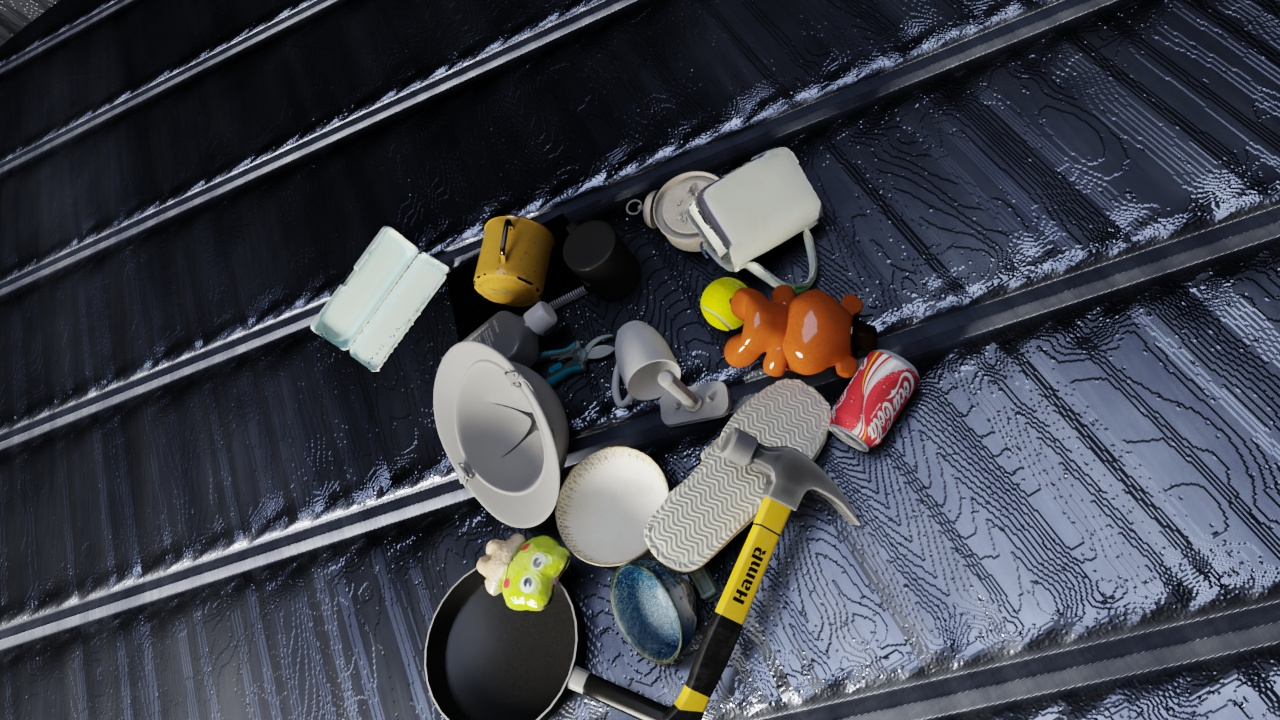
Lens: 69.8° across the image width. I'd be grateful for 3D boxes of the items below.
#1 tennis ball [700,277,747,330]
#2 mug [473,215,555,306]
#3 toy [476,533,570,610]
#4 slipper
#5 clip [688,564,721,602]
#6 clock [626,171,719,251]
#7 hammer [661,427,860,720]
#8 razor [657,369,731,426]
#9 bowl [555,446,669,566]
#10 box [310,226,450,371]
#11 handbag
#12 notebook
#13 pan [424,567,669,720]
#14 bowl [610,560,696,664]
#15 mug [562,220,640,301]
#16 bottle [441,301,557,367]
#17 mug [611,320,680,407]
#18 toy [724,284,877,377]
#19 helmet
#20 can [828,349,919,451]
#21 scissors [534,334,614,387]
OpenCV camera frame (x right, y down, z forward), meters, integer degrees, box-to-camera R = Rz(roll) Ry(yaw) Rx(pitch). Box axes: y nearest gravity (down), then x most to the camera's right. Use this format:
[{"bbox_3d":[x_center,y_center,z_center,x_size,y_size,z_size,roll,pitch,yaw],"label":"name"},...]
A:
[{"bbox_3d":[0.109,-0.071,1.153,0.065,0.065,0.065,-10,62,20],"label":"tennis ball"},{"bbox_3d":[-0.177,-0.140,1.266,0.100,0.124,0.094,6,67,6],"label":"mug"},{"bbox_3d":[-0.142,0.243,1.078,0.118,0.043,0.092,14,71,32],"label":"toy"},{"bbox_3d":[0.112,0.131,1.038,0.114,0.054,0.272,34,67,27],"label":"slipper"},{"bbox_3d":[0.065,0.238,1.044,0.023,0.042,0.075,-34,58,4],"label":"clip"},{"bbox_3d":[0.055,-0.199,1.246,0.157,0.061,0.103,10,72,20],"label":"clock"},{"bbox_3d":[0.109,0.244,0.963,0.170,0.034,0.324,27,79,-9],"label":"hammer"},{"bbox_3d":[0.050,0.038,1.096,0.088,0.116,0.047,-12,66,19],"label":"razor"},{"bbox_3d":[-0.023,0.180,1.091,0.145,0.063,0.145,-11,61,20],"label":"bowl"},{"bbox_3d":[-0.395,-0.095,1.397,0.126,0.074,0.197,32,83,14],"label":"box"},{"bbox_3d":[0.158,-0.160,1.161,0.151,0.074,0.176,-32,87,-15],"label":"handbag"},{"bbox_3d":[-0.184,-0.113,1.340,0.207,0.016,0.148,-25,57,12],"label":"notebook"},{"bbox_3d":[-0.095,0.354,1.050,0.356,0.044,0.203,13,72,29],"label":"pan"},{"bbox_3d":[0.025,0.271,1.018,0.114,0.060,0.114,19,116,45],"label":"bowl"},{"bbox_3d":[-0.062,-0.146,1.255,0.078,0.088,0.113,-42,56,1],"label":"mug"},{"bbox_3d":[-0.188,-0.016,1.256,0.174,0.046,0.083,-37,54,16],"label":"bottle"},{"bbox_3d":[-0.007,0.007,1.176,0.107,0.071,0.089,-52,42,28],"label":"mug"},{"bbox_3d":[0.188,-0.034,1.078,0.176,0.096,0.112,6,78,22],"label":"toy"},{"bbox_3d":[-0.149,0.087,1.171,0.271,0.117,0.184,47,121,30],"label":"helmet"},{"bbox_3d":[0.260,0.045,1.027,0.064,0.064,0.104,29,80,33],"label":"can"},{"bbox_3d":[-0.110,0.004,1.245,0.124,0.019,0.155,29,80,33],"label":"scissors"}]
